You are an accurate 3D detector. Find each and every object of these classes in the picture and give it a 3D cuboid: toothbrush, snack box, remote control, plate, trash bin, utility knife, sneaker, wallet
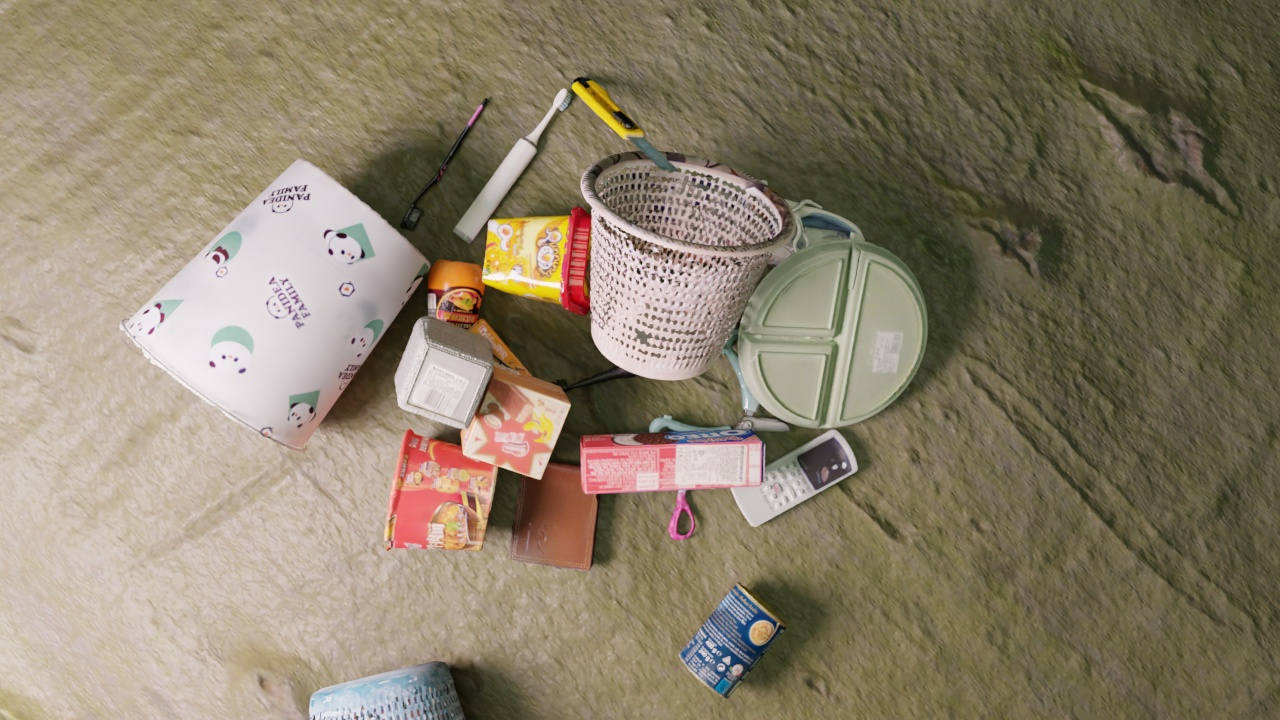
[{"bbox_3d":[-0.235,-0.238,1.113,0.018,0.014,0.189,33,87,-9],"label":"toothbrush"},{"bbox_3d":[0.036,0.115,1.049,0.207,0.057,0.058,-1,101,-6],"label":"snack box"},{"bbox_3d":[0.184,0.139,1.091,0.150,0.021,0.058,-29,88,-1],"label":"remote control"},{"bbox_3d":[-0.163,0.033,1.070,0.075,0.026,0.154,-40,107,-2],"label":"snack box"},{"bbox_3d":[0.225,-0.024,1.052,0.230,0.027,0.230,-3,111,-8],"label":"plate"},{"bbox_3d":[-0.266,0.439,0.993,0.226,0.227,0.195,-13,74,-1],"label":"trash bin"},{"bbox_3d":[-0.019,-0.273,1.048,0.033,0.015,0.230,-17,48,-25],"label":"utility knife"},{"bbox_3d":[-0.141,0.067,1.027,0.092,0.077,0.094,21,97,-17],"label":"snack box"},{"bbox_3d":[0.145,-0.158,1.072,0.242,0.091,0.089,17,86,1],"label":"sneaker"},{"bbox_3d":[-0.381,-0.066,1.006,0.229,0.230,0.251,38,82,2],"label":"trash bin"},{"bbox_3d":[-0.100,0.181,1.084,0.101,0.032,0.124,7,86,3],"label":"wallet"},{"bbox_3d":[-0.007,0.006,1.096,0.212,0.026,0.027,-16,64,0],"label":"toothbrush"},{"bbox_3d":[0.034,-0.095,1.000,0.227,0.226,0.193,14,125,0],"label":"trash bin"},{"bbox_3d":[-0.152,-0.237,1.106,0.027,0.026,0.221,33,87,36],"label":"toothbrush"}]

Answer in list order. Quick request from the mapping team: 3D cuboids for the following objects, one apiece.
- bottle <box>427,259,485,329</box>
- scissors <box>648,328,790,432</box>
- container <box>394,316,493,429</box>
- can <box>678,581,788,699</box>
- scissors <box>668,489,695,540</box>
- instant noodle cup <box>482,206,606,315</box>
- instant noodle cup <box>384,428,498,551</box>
[{"bbox_3d":[-0.223,-0.042,1.082,0.067,0.066,0.149,7,94,0],"label":"bottle"},{"bbox_3d":[0.090,0.050,1.083,0.170,0.019,0.175,-9,100,-7],"label":"scissors"},{"bbox_3d":[-0.209,0.014,0.980,0.090,0.114,0.090,21,96,-17],"label":"container"},{"bbox_3d":[0.105,0.322,1.054,0.075,0.075,0.111,40,88,2],"label":"can"},{"bbox_3d":[0.045,0.150,1.094,0.133,0.017,0.136,-6,83,-4],"label":"scissors"},{"bbox_3d":[-0.110,-0.116,1.064,0.124,0.116,0.116,6,87,11],"label":"instant noodle cup"},{"bbox_3d":[-0.222,0.152,1.038,0.108,0.138,0.138,10,87,-8],"label":"instant noodle cup"}]
